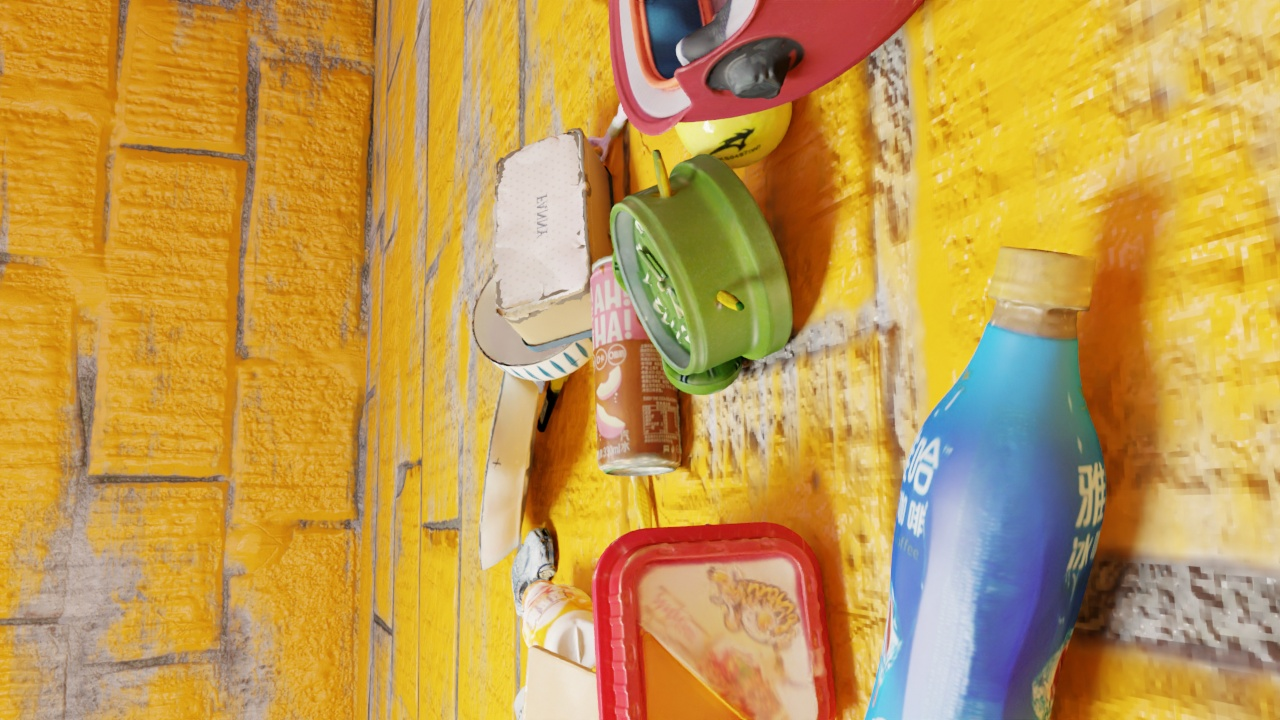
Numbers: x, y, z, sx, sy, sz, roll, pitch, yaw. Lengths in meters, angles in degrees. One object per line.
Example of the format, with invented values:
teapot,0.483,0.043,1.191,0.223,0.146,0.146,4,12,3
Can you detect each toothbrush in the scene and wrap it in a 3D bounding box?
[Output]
toothbrush,-0.009,-0.203,0.709,0.029,0.021,0.190,64,155,7
toothbrush,0.000,0.099,0.670,0.018,0.016,0.191,115,149,-60

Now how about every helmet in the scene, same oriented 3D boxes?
helmet,0.064,-0.208,0.387,0.241,0.144,0.206,105,159,-62

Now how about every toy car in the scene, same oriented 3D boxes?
toy car,-0.108,0.208,0.900,0.049,0.031,0.106,-111,33,-44

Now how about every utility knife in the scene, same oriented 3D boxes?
utility knife,-0.130,0.007,0.994,0.188,0.018,0.034,-152,68,-64

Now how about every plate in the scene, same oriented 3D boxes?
plate,-0.121,0.102,0.861,0.266,0.034,0.161,107,171,-63

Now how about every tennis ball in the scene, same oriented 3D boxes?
tennis ball,0.050,-0.139,0.506,0.065,0.065,0.065,-178,90,-68

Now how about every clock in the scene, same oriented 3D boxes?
clock,0.028,-0.043,0.517,0.116,0.056,0.161,64,168,14

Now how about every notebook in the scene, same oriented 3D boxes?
notebook,-0.030,0.316,0.629,0.148,0.008,0.208,11,99,35

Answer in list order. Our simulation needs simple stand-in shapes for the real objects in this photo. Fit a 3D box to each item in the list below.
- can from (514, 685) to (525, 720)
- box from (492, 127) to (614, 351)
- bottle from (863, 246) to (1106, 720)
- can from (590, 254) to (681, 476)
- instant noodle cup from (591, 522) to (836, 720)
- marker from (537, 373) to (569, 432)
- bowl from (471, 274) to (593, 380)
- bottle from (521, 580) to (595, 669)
can,-0.059,0.324,0.730,0.146,0.058,0.058,-121,40,-54
box,-0.066,-0.092,0.725,0.061,0.090,0.184,48,-147,-55
bottle,0.119,0.071,0.317,0.065,0.065,0.219,-152,67,-66
can,-0.004,0.004,0.632,0.058,0.057,0.147,148,122,-64
instant noodle cup,0.029,0.150,0.483,0.124,0.116,0.116,121,147,-71
marker,-0.083,0.031,0.883,0.124,0.015,0.018,114,150,-48
bowl,-0.075,-0.032,0.771,0.066,0.116,0.116,51,-159,-54
bottle,-0.067,0.215,0.757,0.108,0.063,0.063,-165,79,-67
